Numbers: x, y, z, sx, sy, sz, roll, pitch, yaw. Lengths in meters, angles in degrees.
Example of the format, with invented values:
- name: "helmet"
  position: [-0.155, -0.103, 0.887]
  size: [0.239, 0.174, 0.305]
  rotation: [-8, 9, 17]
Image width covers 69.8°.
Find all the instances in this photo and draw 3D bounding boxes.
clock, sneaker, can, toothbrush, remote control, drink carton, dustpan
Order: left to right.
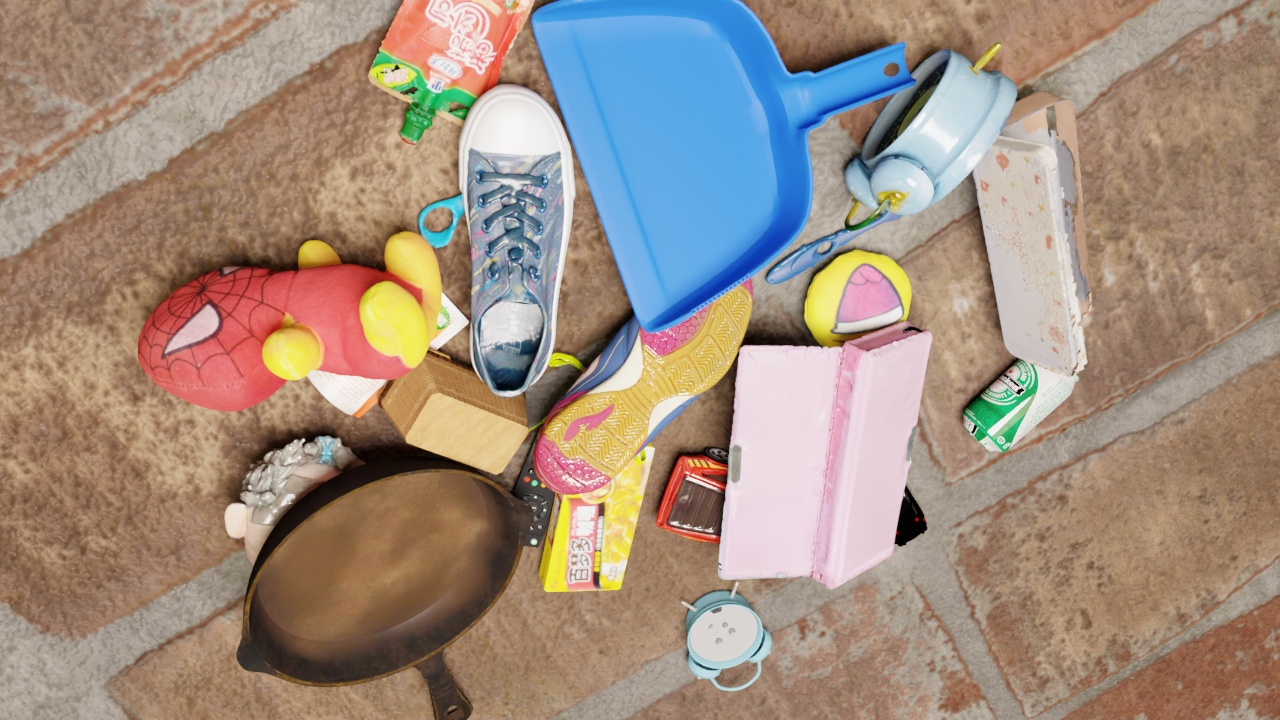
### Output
- name: "drink carton"
  position: [-0.203, -0.016, 0.731]
  size: [0.122, 0.039, 0.069]
  rotation: [-40, 115, 1]
- name: "sneaker"
  position: [-0.090, -0.081, 0.679]
  size: [0.087, 0.079, 0.236]
  rotation: [0, 109, -10]
- name: "remote control"
  position: [-0.091, 0.110, 0.814]
  size: [0.039, 0.010, 0.125]
  rotation: [12, 110, -15]
- name: "sneaker"
  position: [-0.004, 0.005, 0.748]
  size: [0.116, 0.091, 0.241]
  rotation: [42, 76, -1]
- name: "clock"
  position: [0.085, 0.279, 0.902]
  size: [0.087, 0.042, 0.123]
  rotation: [-19, 113, -2]
- name: "dustpan"
  position: [0.084, -0.179, 0.683]
  size: [0.257, 0.059, 0.245]
  rotation: [-23, 102, -13]
- name: "toothbrush"
  position: [0.163, -0.099, 0.771]
  size: [0.132, 0.016, 0.021]
  rotation: [-28, 114, 5]
- name: "clock"
  position: [0.213, -0.162, 0.698]
  size: [0.060, 0.118, 0.162]
  rotation: [33, 95, -10]
- name: "can"
  position: [0.346, 0.037, 0.841]
  size: [0.053, 0.053, 0.101]
  rotation: [41, 101, -23]

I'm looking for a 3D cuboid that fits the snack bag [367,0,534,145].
- name: "snack bag"
  position: [-0.135, -0.225, 0.654]
  size: [0.087, 0.044, 0.155]
  rotation: [21, 114, -28]

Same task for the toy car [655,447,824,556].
- name: "toy car"
  position: [0.111, 0.136, 0.841]
  size: [0.189, 0.056, 0.082]
  rotation: [12, 111, -18]

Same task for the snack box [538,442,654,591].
- name: "snack box"
  position: [-0.040, 0.137, 0.822]
  size: [0.075, 0.025, 0.152]
  rotation: [4, 112, -22]

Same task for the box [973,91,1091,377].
- name: "box"
  position: [0.331, -0.104, 0.753]
  size: [0.107, 0.094, 0.216]
  rotation: [-41, 127, -24]

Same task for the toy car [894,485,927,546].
- name: "toy car"
  position: [0.245, 0.144, 0.877]
  size: [0.042, 0.036, 0.092]
  rotation: [-34, 114, 5]

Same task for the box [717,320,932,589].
- name: "box"
  position: [0.160, 0.089, 0.774]
  size: [0.179, 0.059, 0.233]
  rotation: [-9, 117, -19]

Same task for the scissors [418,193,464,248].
- name: "scissors"
  position: [-0.108, -0.132, 0.710]
  size: [0.110, 0.015, 0.132]
  rotation: [32, 100, -17]

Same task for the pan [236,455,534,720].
- name: "pan"
  position: [-0.201, 0.214, 0.788]
  size: [0.248, 0.043, 0.357]
  rotation: [-25, 135, -20]

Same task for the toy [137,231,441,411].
- name: "toy"
  position: [-0.250, -0.023, 0.657]
  size: [0.216, 0.147, 0.099]
  rotation: [-12, 115, 7]

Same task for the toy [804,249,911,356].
- name: "toy"
  position: [0.185, -0.047, 0.782]
  size: [0.095, 0.041, 0.094]
  rotation: [-13, 110, -9]

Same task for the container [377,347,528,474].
- name: "container"
  position: [-0.144, 0.043, 0.736]
  size: [0.114, 0.061, 0.063]
  rotation: [26, 106, -34]

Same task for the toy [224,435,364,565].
- name: "toy"
  position: [-0.275, 0.139, 0.759]
  size: [0.132, 0.076, 0.176]
  rotation: [9, 110, -30]
